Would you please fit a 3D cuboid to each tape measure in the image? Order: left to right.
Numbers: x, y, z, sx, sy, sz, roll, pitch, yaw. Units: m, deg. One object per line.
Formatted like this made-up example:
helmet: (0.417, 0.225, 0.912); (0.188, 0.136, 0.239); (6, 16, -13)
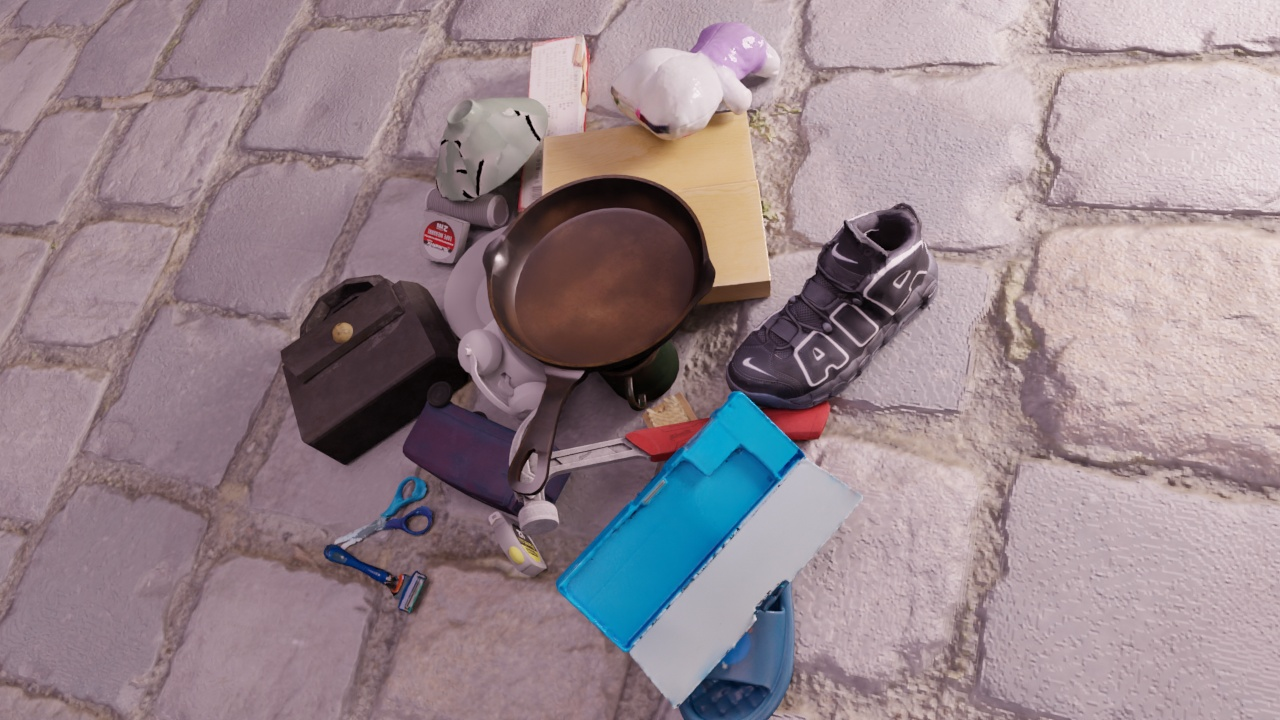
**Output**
tape measure: (-0.248, -0.154, 1.156); (0.060, 0.020, 0.062); (20, 105, 19)
tape measure: (-0.124, 0.187, 0.931); (0.017, 0.064, 0.065); (-37, 63, 0)

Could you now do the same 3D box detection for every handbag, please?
handbag: (-0.329, -0.019, 1.086); (0.197, 0.102, 0.199); (-35, 58, 1)

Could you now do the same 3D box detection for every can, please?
can: (-0.221, -0.195, 1.167); (0.107, 0.044, 0.044); (13, 70, 25)

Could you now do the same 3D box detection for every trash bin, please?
trash bin: (-0.158, 0.101, 0.970); (0.161, 0.094, 0.092); (20, 73, 25)

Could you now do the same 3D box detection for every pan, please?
pan: (-0.059, -0.029, 0.917); (0.249, 0.043, 0.355); (9, 66, 17)

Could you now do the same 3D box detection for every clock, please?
clock: (-0.140, 0.009, 0.978); (0.061, 0.120, 0.159); (-40, 13, 23)

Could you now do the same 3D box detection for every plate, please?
plate: (-0.154, -0.086, 1.103); (0.173, 0.019, 0.172); (-9, 62, 17)

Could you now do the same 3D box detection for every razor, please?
razor: (-0.291, 0.230, 0.999); (0.141, 0.018, 0.043); (17, 76, 28)

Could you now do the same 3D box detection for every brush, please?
brush: (0.045, 0.085, 0.931); (0.049, 0.039, 0.117); (-31, 63, 3)

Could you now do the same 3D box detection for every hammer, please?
hammer: (0.030, 0.077, 0.893); (0.315, 0.036, 0.126); (-11, 57, -5)

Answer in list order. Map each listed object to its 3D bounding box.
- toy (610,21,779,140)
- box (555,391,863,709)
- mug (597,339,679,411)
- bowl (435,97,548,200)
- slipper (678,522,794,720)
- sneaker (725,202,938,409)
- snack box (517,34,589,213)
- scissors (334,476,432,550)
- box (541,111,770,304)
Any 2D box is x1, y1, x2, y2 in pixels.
toy: (0.067, -0.332, 1.073); (0.138, 0.086, 0.208); (29, 54, 29)
box: (0.062, 0.166, 0.823); (0.243, 0.075, 0.167); (-46, 64, -7)
mug: (-0.006, 0.006, 0.964); (0.085, 0.081, 0.110); (-13, 61, 14)
bowl: (-0.202, -0.284, 1.133); (0.174, 0.068, 0.173); (-19, 48, 23)
slipper: (0.091, 0.231, 0.832); (0.104, 0.059, 0.213); (5, 65, 20)
sneaker: (0.184, -0.061, 0.871); (0.252, 0.151, 0.097); (-37, 55, -12)
snack box: (-0.109, -0.298, 1.178); (0.077, 0.044, 0.272); (-5, 64, 12)
scissors: (-0.290, 0.186, 1.023); (0.134, 0.016, 0.073); (-31, 61, 5)
box: (0.010, -0.172, 1.041); (0.247, 0.076, 0.256); (-6, 57, 5)
